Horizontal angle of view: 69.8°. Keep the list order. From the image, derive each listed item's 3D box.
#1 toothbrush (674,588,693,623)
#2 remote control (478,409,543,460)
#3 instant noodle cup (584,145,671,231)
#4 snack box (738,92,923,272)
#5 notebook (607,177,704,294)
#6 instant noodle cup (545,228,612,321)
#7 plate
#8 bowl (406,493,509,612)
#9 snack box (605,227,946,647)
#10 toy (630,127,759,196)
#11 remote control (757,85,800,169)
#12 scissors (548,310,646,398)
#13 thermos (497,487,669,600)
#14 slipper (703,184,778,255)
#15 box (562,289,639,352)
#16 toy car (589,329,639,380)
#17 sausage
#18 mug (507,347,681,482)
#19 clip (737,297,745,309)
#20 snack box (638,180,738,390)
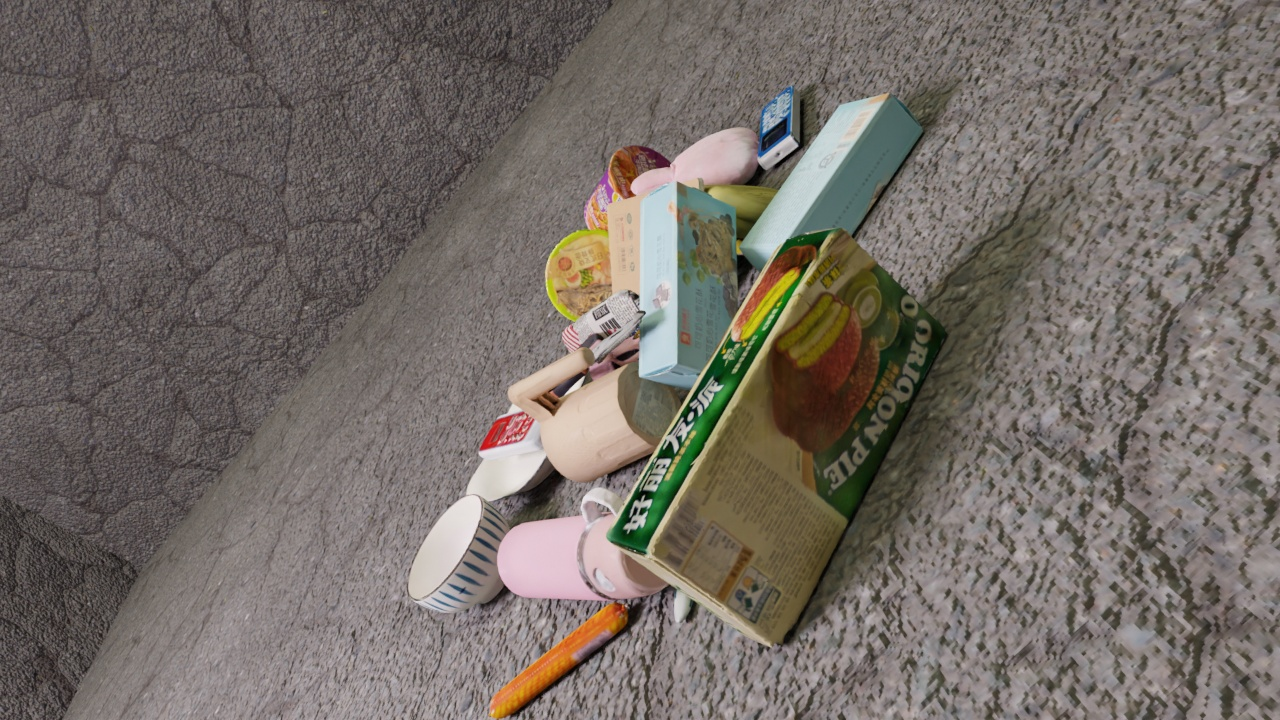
[{"bbox_3d":[0.040,0.112,0.694,0.016,0.018,0.191,-35,28,37],"label":"toothbrush"},{"bbox_3d":[-0.128,0.075,0.972,0.136,0.020,0.055,-17,39,53],"label":"remote control"},{"bbox_3d":[-0.013,-0.197,1.149,0.099,0.111,0.111,-37,26,50],"label":"instant noodle cup"},{"bbox_3d":[0.166,-0.149,0.803,0.174,0.051,0.074,-54,22,-8],"label":"snack box"},{"bbox_3d":[0.015,-0.102,0.960,0.208,0.008,0.148,3,98,63],"label":"notebook"},{"bbox_3d":[-0.067,-0.106,1.116,0.111,0.111,0.123,-51,15,0],"label":"instant noodle cup"},{"bbox_3d":[-0.116,0.088,1.001,0.165,0.034,0.163,-18,40,52],"label":"plate"},{"bbox_3d":[-0.167,0.196,0.897,0.117,0.066,0.116,-40,26,25],"label":"bowl"},{"bbox_3d":[0.090,0.044,0.578,0.239,0.114,0.063,-59,23,-16],"label":"snack box"},{"bbox_3d":[0.064,-0.215,1.051,0.160,0.054,0.121,-20,32,13],"label":"toy"},{"bbox_3d":[0.156,-0.260,1.019,0.049,0.024,0.124,-35,27,34],"label":"remote control"},{"bbox_3d":[-0.036,-0.015,0.851,0.209,0.015,0.185,-46,10,27],"label":"scissors"},{"bbox_3d":[-0.049,0.145,0.714,0.067,0.087,0.199,-38,8,-32],"label":"thermos"},{"bbox_3d":[0.082,-0.138,0.927,0.191,0.091,0.082,22,115,57],"label":"slipper"},{"bbox_3d":[-0.027,-0.033,0.939,0.163,0.087,0.076,-25,65,56],"label":"box"},{"bbox_3d":[-0.005,0.005,0.892,0.123,0.056,0.037,-27,26,46],"label":"toy car"},{"bbox_3d":[-0.065,0.233,0.708,0.165,0.021,0.021,-42,25,21],"label":"sausage"},{"bbox_3d":[-0.040,0.043,0.812,0.104,0.124,0.084,-28,31,40],"label":"mug"},{"bbox_3d":[0.083,-0.038,0.841,0.026,0.038,0.058,-28,33,47],"label":"clip"},{"bbox_3d":[0.042,-0.063,0.798,0.052,0.074,0.174,-21,62,46],"label":"snack box"}]
